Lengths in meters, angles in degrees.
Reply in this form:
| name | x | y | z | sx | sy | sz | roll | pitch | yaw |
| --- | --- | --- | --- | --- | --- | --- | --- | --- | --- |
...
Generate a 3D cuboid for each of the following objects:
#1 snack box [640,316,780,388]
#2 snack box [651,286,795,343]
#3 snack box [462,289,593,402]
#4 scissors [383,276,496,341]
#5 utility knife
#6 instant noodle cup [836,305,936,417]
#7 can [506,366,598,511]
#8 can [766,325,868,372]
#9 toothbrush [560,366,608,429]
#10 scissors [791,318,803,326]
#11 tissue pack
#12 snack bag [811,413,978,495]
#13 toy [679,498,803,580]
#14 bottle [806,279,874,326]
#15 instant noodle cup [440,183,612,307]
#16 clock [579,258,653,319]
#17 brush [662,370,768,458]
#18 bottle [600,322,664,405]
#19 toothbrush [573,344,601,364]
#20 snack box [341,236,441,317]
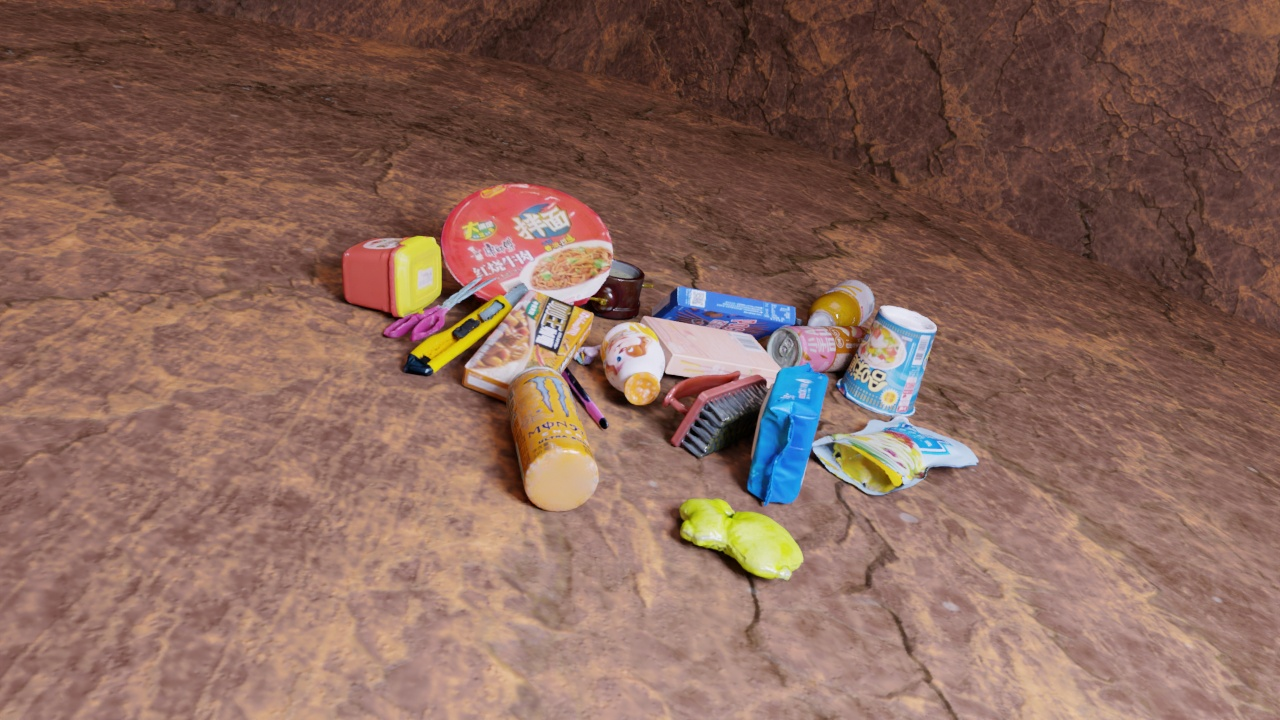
| name | x | y | z | sx | sy | sz | roll | pitch | yaw |
| --- | --- | --- | --- | --- | --- | --- | --- | --- | --- |
| snack box | 0.080 | -0.008 | 1.040 | 0.157 | 0.026 | 0.084 | 8 | 29 | -31 |
| snack box | 0.101 | -0.054 | 1.125 | 0.157 | 0.026 | 0.085 | 8 | -18 | -20 |
| snack box | -0.107 | -0.012 | 0.901 | 0.075 | 0.026 | 0.153 | 21 | 37 | 7 |
| scissors | -0.190 | -0.054 | 0.925 | 0.137 | 0.017 | 0.077 | -35 | 31 | -33 |
| utility knife | -0.167 | -0.036 | 0.914 | 0.033 | 0.015 | 0.192 | 31 | 41 | 12 |
| instant noodle cup | 0.299 | -0.003 | 1.093 | 0.099 | 0.110 | 0.099 | 14 | 23 | -6 |
| can | -0.075 | 0.061 | 0.754 | 0.058 | 0.058 | 0.146 | 8 | 24 | -19 |
| can | 0.227 | -0.014 | 1.139 | 0.147 | 0.058 | 0.058 | -2 | 28 | -38 |
| toothbrush | -0.070 | 0.019 | 0.919 | 0.017 | 0.014 | 0.189 | 16 | 19 | -36 |
| scissors | 0.141 | -0.063 | 1.219 | 0.159 | 0.014 | 0.171 | 18 | -3 | -35 |
| tissue pack | 0.135 | 0.063 | 0.849 | 0.052 | 0.095 | 0.156 | 15 | 21 | 11 |
| snack bag | 0.266 | 0.093 | 0.945 | 0.110 | 0.039 | 0.190 | 20 | 19 | 39 |
| toy | 0.080 | 0.137 | 0.718 | 0.100 | 0.031 | 0.096 | 14 | 20 | -5 |
| bottle | 0.277 | -0.067 | 1.283 | 0.068 | 0.068 | 0.189 | 24 | 24 | 19 |
| instant noodle cup | -0.131 | -0.113 | 1.049 | 0.193 | 0.066 | 0.193 | 6 | 52 | -8 |
| clock | -0.044 | -0.088 | 1.129 | 0.082 | 0.055 | 0.121 | 31 | 28 | 30 |
| brush | 0.081 | 0.042 | 0.901 | 0.069 | 0.063 | 0.145 | 42 | 30 | 22 |
| bottle | -0.005 | 0.005 | 0.926 | 0.063 | 0.063 | 0.108 | 11 | 23 | -14 |
| toothbrush | -0.001 | -0.015 | 1.036 | 0.029 | 0.021 | 0.188 | -7 | 1 | 42 |
| snack box | -0.262 | -0.090 | 0.964 | 0.080 | 0.082 | 0.091 | 6 | 20 | 12 |
